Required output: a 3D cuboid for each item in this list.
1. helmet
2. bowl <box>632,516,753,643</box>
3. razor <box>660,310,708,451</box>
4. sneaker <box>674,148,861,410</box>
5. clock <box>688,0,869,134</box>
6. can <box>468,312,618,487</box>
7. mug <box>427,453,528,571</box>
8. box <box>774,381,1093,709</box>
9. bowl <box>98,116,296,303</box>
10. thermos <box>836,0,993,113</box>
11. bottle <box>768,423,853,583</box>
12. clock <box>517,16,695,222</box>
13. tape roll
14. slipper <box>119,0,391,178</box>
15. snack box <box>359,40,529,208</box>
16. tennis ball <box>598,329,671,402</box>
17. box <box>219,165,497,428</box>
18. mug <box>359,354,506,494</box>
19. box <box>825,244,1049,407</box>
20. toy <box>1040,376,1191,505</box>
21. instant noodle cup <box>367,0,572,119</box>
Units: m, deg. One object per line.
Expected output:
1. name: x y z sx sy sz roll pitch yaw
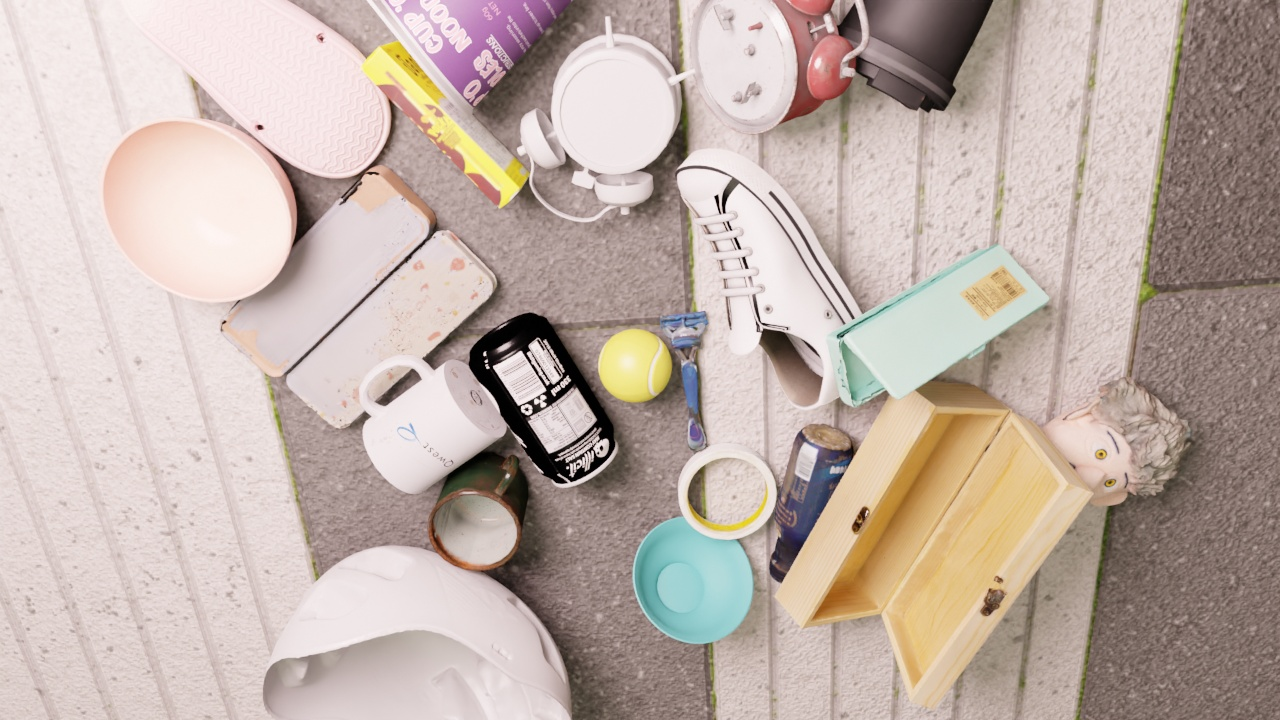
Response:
1. helmet: -0.194 0.293 0.868 0.282 0.183 0.225 32 134 -2
2. bowl: 0.046 0.219 0.901 0.121 0.120 0.046 19 152 -7
3. razor: 0.047 0.023 0.846 0.044 0.018 0.141 -7 113 3
4. sneaker: 0.096 -0.055 0.756 0.097 0.091 0.245 -46 115 -22
5. clock: 0.097 -0.228 0.666 0.061 0.157 0.110 -28 104 -31
6. can: -0.085 0.036 0.819 0.080 0.080 0.146 -27 110 11
7. mug: -0.142 0.129 0.859 0.085 0.081 0.111 31 110 -12
8. box: 0.261 0.155 0.830 0.184 0.141 0.249 35 115 22
9. bowl: -0.350 -0.130 0.755 0.153 0.076 0.153 1 113 2
10. thermos: 0.228 -0.296 0.670 0.106 0.105 0.219 26 106 -10
11. bottle: 0.158 0.140 0.874 0.056 0.056 0.161 9 113 -3
12. clock: -0.031 -0.187 0.740 0.120 0.061 0.159 28 115 -11
13. tape roll: 0.083 0.126 0.883 0.094 0.019 0.094 0 106 0
14. slipper: -0.294 -0.237 0.719 0.221 0.055 0.107 38 102 -25
15. snack box: -0.153 -0.190 0.736 0.026 0.061 0.149 -40 107 17
16. tennis ball: -0.005 0.005 0.814 0.065 0.065 0.065 0 113 0
17. box: -0.249 -0.049 0.812 0.217 0.043 0.151 -39 112 15
18. mug: -0.196 0.048 0.822 0.096 0.083 0.119 -35 116 14
19. box: 0.249 -0.029 0.746 0.188 0.080 0.077 -27 112 -22
20. toy: 0.411 0.085 0.842 0.176 0.076 0.133 -18 111 16
21. instant noodle cup: -0.122 -0.269 0.675 0.122 0.122 0.137 -38 153 5
